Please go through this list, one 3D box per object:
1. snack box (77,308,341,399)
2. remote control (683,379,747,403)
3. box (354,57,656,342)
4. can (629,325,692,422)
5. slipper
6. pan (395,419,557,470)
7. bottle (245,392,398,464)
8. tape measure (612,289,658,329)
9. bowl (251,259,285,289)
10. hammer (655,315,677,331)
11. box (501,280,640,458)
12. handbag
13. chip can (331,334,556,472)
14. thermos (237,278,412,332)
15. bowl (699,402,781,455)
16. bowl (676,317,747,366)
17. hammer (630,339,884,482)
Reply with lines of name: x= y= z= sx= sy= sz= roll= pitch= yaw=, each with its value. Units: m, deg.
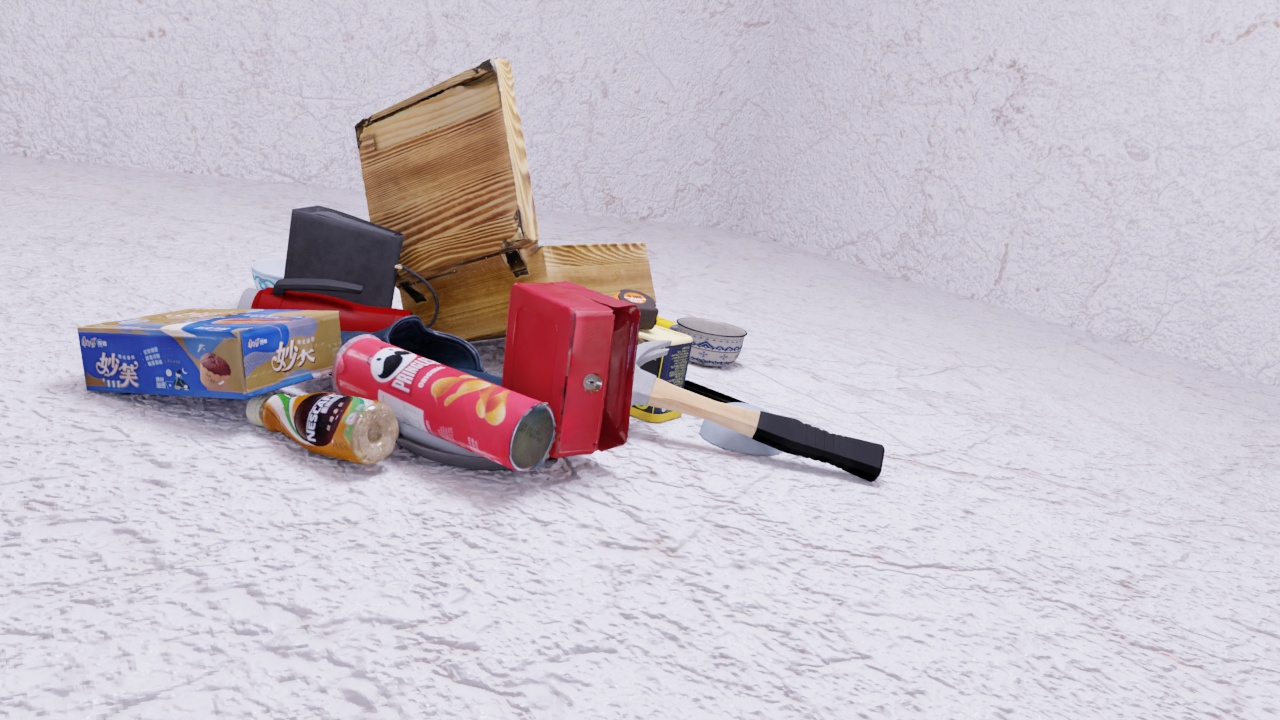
snack box: x=-0.442 y=-0.012 z=0.959 sx=0.203 sy=0.069 sz=0.154 roll=2 pitch=10 yaw=19
remote control: x=0.101 y=0.049 z=1.277 sx=0.124 sy=0.012 sz=0.028 roll=21 pitch=18 yaw=38
box: x=-0.194 y=-0.199 z=1.254 sx=0.280 sy=0.336 sz=0.285 roll=-8 pitch=4 yaw=35
can: x=-0.007 y=0.007 z=1.180 sx=0.135 sy=0.104 sz=0.075 roll=19 pitch=17 yaw=32
slipper: x=-0.255 y=-0.012 z=1.030 sx=0.266 sy=0.083 sz=0.108 roll=13 pitch=17 yaw=21
pan: x=-0.214 y=0.058 z=1.001 sx=0.216 sy=0.024 sz=0.355 roll=-4 pitch=20 yaw=-44
bottle: x=-0.309 y=0.058 z=0.876 sx=0.167 sy=0.059 sz=0.059 roll=8 pitch=11 yaw=29
tape measure: x=-0.012 y=-0.061 z=1.153 sx=0.058 sy=0.038 sz=0.058 roll=4 pitch=29 yaw=-20
bowl: x=-0.483 y=-0.094 z=1.318 sx=0.144 sy=0.074 sz=0.143 roll=9 pitch=14 yaw=-2
hammer: x=-0.024 y=-0.089 z=1.644 sx=0.325 sy=0.034 sz=0.169 roll=25 pitch=21 yaw=29
box: x=-0.078 y=0.007 z=0.928 sx=0.097 sy=0.158 sz=0.130 roll=-10 pitch=22 yaw=-40
handbag: x=-0.357 y=-0.091 z=1.197 sx=0.196 sy=0.176 sz=0.072 roll=14 pitch=15 yaw=4
chip can: x=-0.193 y=0.040 z=0.890 sx=0.233 sy=0.073 sz=0.073 roll=18 pitch=16 yaw=28
thermos: x=-0.389 y=-0.049 z=1.137 sx=0.198 sy=0.108 sz=0.083 roll=8 pitch=30 yaw=-8
bowl: x=0.128 y=0.078 z=1.123 sx=0.106 sy=0.039 sz=0.106 roll=9 pitch=14 yaw=-2
bowl: x=0.110 y=-0.026 z=1.485 sx=0.115 sy=0.059 sz=0.115 roll=9 pitch=14 yaw=-2
hammer: x=0.119 y=0.069 z=1.062 sx=0.328 sy=0.039 sz=0.130 roll=18 pitch=60 yaw=2
